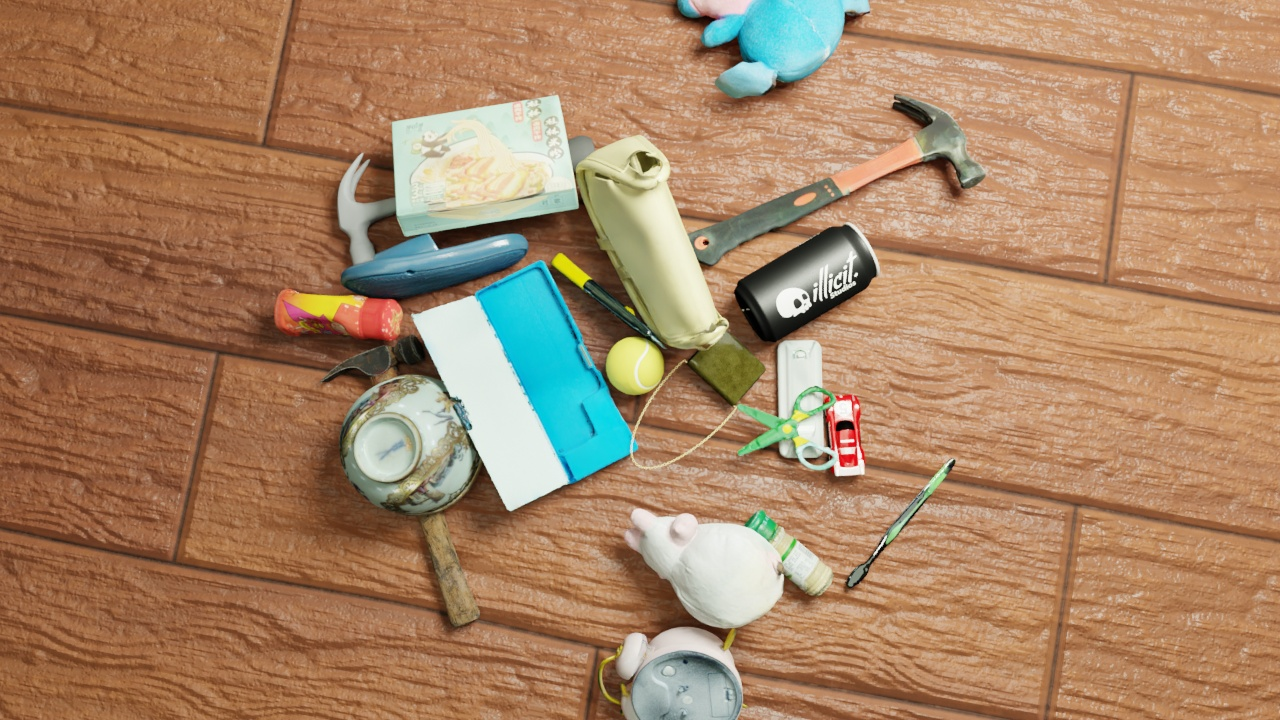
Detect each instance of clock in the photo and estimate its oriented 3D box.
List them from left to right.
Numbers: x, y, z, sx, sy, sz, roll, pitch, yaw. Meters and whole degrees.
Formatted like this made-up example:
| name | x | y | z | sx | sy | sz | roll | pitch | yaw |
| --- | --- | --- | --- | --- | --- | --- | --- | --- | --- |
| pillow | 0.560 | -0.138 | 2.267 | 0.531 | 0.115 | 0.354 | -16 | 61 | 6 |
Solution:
| name | x | y | z | sx | sy | sz | roll | pitch | yaw |
| --- | --- | --- | --- | --- | --- | --- | --- | --- | --- |
| clock | 0.032 | 0.346 | 0.985 | 0.158 | 0.058 | 0.117 | -6 | 109 | 7 |

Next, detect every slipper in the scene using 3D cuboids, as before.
| name | x | y | z | sx | sy | sz | roll | pitch | yaw |
| --- | --- | --- | --- | --- | --- | --- | --- | --- | --- |
| slipper | -0.233 | -0.116 | 1.030 | 0.213 | 0.104 | 0.059 | -13 | 84 | -3 |

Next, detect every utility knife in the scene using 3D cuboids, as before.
| name | x | y | z | sx | sy | sz | roll | pitch | yaw |
| --- | --- | --- | --- | --- | --- | --- | --- | --- | --- |
| utility knife | -0.035 | -0.066 | 1.031 | 0.174 | 0.028 | 0.020 | 41 | 92 | 21 |

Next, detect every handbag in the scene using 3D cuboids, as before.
| name | x | y | z | sx | sy | sz | roll | pitch | yaw |
| --- | --- | --- | --- | --- | --- | --- | --- | --- | --- |
| handbag | 0.012 | -0.123 | 0.988 | 0.088 | 0.191 | 0.233 | -24 | 102 | -6 |
| handbag | 0.056 | 0.051 | 1.032 | 0.084 | 0.027 | 0.178 | 43 | 82 | -2 |

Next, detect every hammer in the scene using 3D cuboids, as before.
| name | x | y | z | sx | sy | sz | roll | pitch | yaw |
| --- | --- | --- | --- | --- | --- | --- | --- | --- | --- |
| hammer | -0.260 | 0.144 | 1.046 | 0.120 | 0.033 | 0.330 | -20 | 85 | 5 |
| hammer | -0.204 | -0.208 | 1.073 | 0.311 | 0.029 | 0.125 | -16 | 85 | 0 |
| hammer | 0.207 | -0.192 | 1.045 | 0.333 | 0.033 | 0.133 | -25 | 73 | 3 |

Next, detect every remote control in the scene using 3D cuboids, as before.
| name | x | y | z | sx | sy | sz | roll | pitch | yaw |
| --- | --- | --- | --- | --- | --- | --- | --- | --- | --- |
| remote control | 0.181 | 0.043 | 1.037 | 0.050 | 0.022 | 0.133 | -1 | 85 | 2 |

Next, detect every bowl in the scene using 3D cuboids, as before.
| name | x | y | z | sx | sy | sz | roll | pitch | yaw |
| --- | --- | --- | --- | --- | --- | --- | --- | --- | --- |
| bowl | -0.256 | 0.092 | 0.985 | 0.160 | 0.094 | 0.160 | 0 | 88 | 5 |

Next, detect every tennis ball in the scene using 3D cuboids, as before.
| name | x | y | z | sx | sy | sz | roll | pitch | yaw |
| --- | --- | --- | --- | --- | --- | --- | --- | --- | --- |
| tennis ball | -0.006 | 0.006 | 1.027 | 0.065 | 0.065 | 0.065 | 0 | 85 | 2 |

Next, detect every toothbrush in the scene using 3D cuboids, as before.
| name | x | y | z | sx | sy | sz | roll | pitch | yaw |
| --- | --- | --- | --- | --- | --- | --- | --- | --- | --- |
| toothbrush | 0.292 | 0.181 | 1.029 | 0.014 | 0.017 | 0.188 | 41 | 85 | 1 |

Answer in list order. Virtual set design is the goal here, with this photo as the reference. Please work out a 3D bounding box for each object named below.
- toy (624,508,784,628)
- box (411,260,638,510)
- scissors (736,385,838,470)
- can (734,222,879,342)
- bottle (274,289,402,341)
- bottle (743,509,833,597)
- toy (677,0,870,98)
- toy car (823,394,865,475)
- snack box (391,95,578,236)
| name | x | y | z | sx | sy | sz | roll | pitch | yaw |
| --- | --- | --- | --- | --- | --- | --- | --- | --- | --- |
| toy | 0.064 | 0.217 | 0.981 | 0.179 | 0.139 | 0.101 | 27 | 51 | 16 |
| box | -0.130 | 0.029 | 1.031 | 0.175 | 0.060 | 0.243 | -25 | 85 | -22 |
| scissors | 0.167 | 0.083 | 1.017 | 0.127 | 0.011 | 0.123 | -29 | 84 | 1 |
| can | 0.183 | -0.086 | 1.019 | 0.146 | 0.080 | 0.080 | -30 | 85 | 0 |
| bottle | -0.340 | -0.050 | 1.041 | 0.134 | 0.071 | 0.048 | 4 | 74 | 5 |
| bottle | 0.162 | 0.214 | 1.015 | 0.110 | 0.042 | 0.042 | 39 | 88 | 3 |
| toy | 0.153 | -0.404 | 1.047 | 0.224 | 0.099 | 0.191 | -38 | 74 | -9 |
| toy car | 0.230 | 0.084 | 1.030 | 0.038 | 0.025 | 0.089 | -4 | 85 | 2 |
| snack box | -0.174 | -0.217 | 1.020 | 0.193 | 0.044 | 0.141 | -10 | 60 | -2 |
